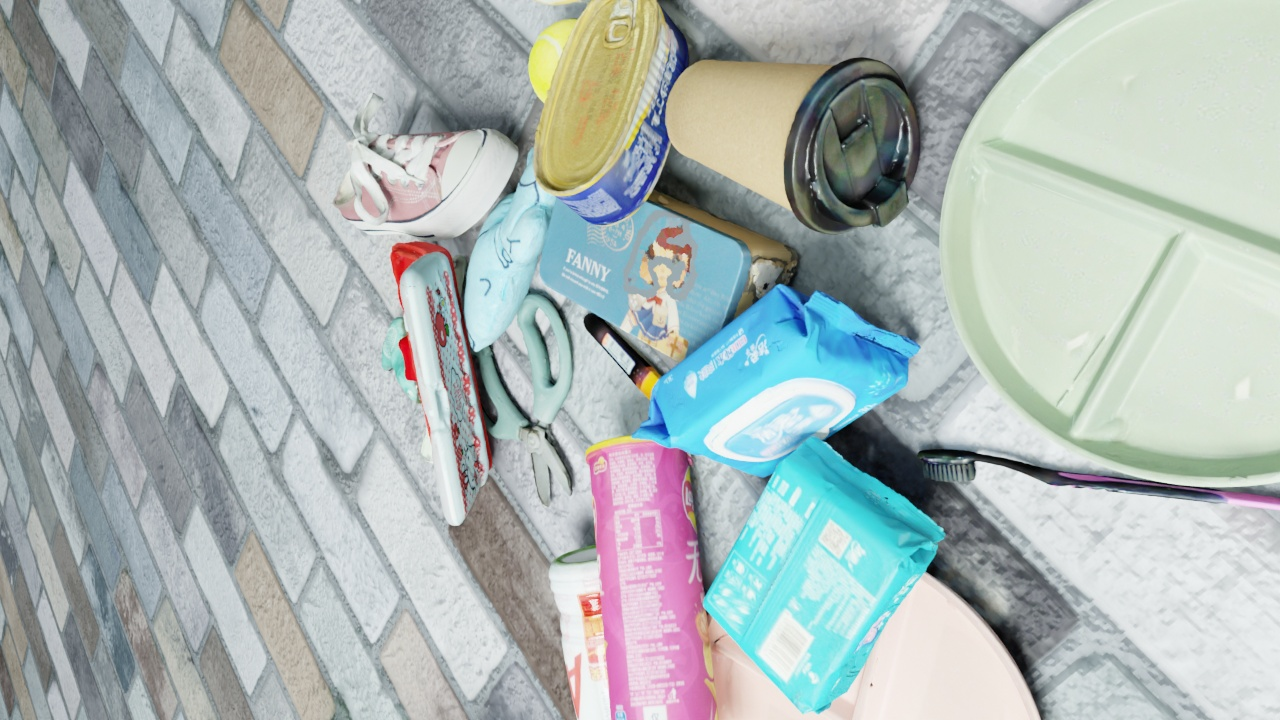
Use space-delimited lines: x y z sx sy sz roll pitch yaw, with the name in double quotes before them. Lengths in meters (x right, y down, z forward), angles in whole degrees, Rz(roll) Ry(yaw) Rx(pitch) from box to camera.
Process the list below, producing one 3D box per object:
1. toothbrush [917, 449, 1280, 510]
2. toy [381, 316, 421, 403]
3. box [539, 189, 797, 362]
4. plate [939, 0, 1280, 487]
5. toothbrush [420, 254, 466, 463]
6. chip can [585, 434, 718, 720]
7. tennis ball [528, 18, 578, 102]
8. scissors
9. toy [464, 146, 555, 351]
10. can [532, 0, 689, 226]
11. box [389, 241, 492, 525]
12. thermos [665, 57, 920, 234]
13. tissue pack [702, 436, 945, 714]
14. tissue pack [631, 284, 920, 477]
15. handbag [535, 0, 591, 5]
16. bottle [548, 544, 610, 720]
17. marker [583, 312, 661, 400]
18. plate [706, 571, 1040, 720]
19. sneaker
"toothbrush" 0.226 0.062 0.451 0.190 0.014 0.018 4 106 42
"toy" -0.207 -0.005 0.827 0.092 0.030 0.097 54 131 39
"box" 0.009 -0.065 0.608 0.184 0.063 0.090 27 111 36
"plate" 0.247 -0.058 0.410 0.231 0.027 0.230 5 97 42
"toothbrush" -0.174 0.000 0.813 0.029 0.020 0.190 20 106 34
"chip can" 0.008 0.157 0.591 0.072 0.071 0.210 -22 66 42
"tennis ball" -0.046 -0.205 0.644 0.066 0.065 0.065 4 96 43
"scissors" -0.103 0.037 0.750 0.172 0.019 0.176 -5 91 42
"toy" -0.100 -0.086 0.701 0.156 0.049 0.161 170 115 -69
"can" -0.016 -0.160 0.577 0.075 0.049 0.148 6 75 34
"box" -0.156 0.011 0.722 0.160 0.063 0.201 -136 37 -66
"thermos" 0.082 -0.130 0.522 0.143 0.092 0.093 31 114 46
"tissue pack" 0.098 0.118 0.509 0.093 0.050 0.134 41 119 35
"tissue pack" 0.074 0.020 0.528 0.158 0.095 0.052 -40 45 38
"handbag" -0.035 -0.264 0.554 0.164 0.178 0.063 3 101 41
"bottle" -0.016 0.233 0.657 0.068 0.068 0.197 -11 90 43
"marker" -0.004 0.004 0.658 0.124 0.015 0.018 45 120 34
"plate" 0.129 0.217 0.543 0.230 0.028 0.229 4 97 42
"sneaker" -0.200 -0.157 0.761 0.241 0.088 0.118 4 67 46
